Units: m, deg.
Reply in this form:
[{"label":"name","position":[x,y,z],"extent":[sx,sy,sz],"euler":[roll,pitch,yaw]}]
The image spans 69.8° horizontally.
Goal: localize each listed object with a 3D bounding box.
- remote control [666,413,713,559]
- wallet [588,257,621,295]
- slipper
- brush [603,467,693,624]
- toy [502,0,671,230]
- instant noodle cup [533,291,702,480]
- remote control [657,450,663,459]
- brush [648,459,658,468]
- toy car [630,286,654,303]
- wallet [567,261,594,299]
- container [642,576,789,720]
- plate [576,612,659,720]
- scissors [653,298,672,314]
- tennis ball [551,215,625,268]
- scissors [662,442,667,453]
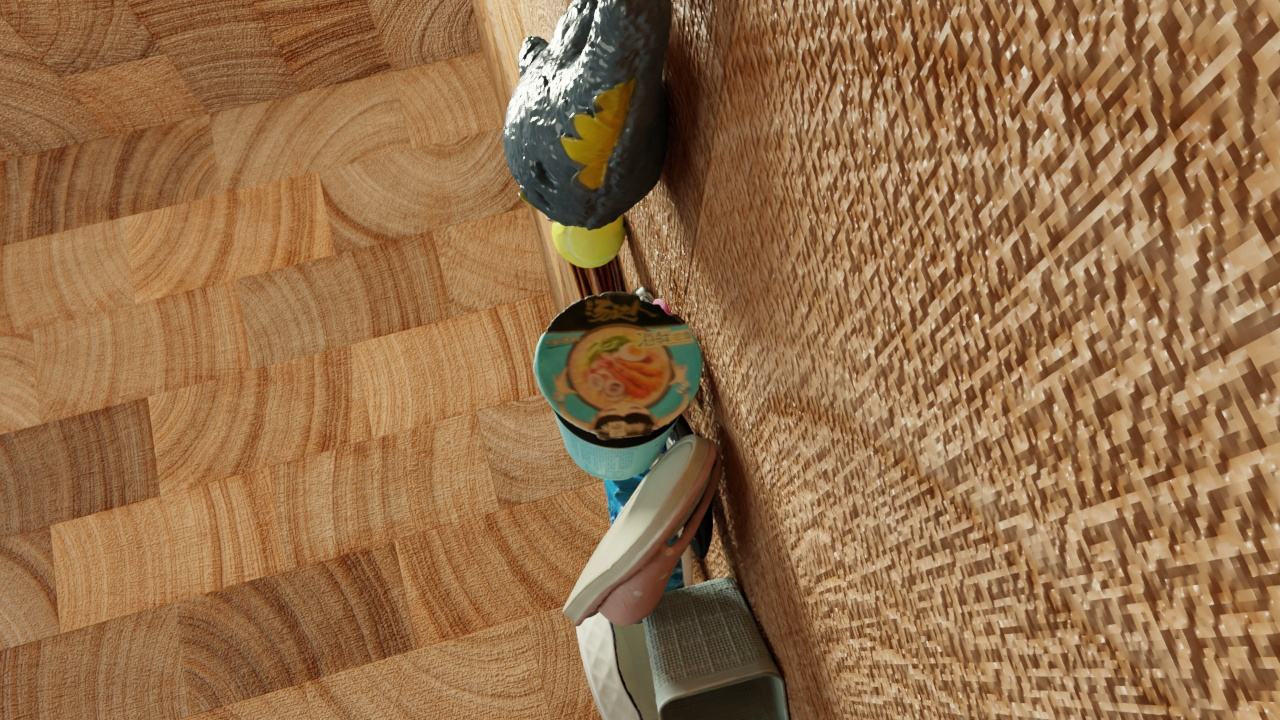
[{"label":"remote control","position":[0.040,0.094,0.740],"extent":[0.053,0.024,0.136],"euler":[-135,32,-75]},{"label":"wallet","position":[-0.041,-0.091,0.991],"extent":[0.101,0.032,0.124],"euler":[-129,27,-83]},{"label":"slipper","position":[0.003,0.142,0.690],"extent":[0.113,0.054,0.275],"euler":[-60,2,-37]},{"label":"brush","position":[0.036,0.251,0.914],"extent":[0.061,0.109,0.314],"euler":[155,108,-75]},{"label":"toy","position":[-0.037,-0.152,0.554],"extent":[0.356,0.091,0.138],"euler":[-127,35,-68]},{"label":"instant noodle cup","position":[-0.018,0.030,0.656],"extent":[0.121,0.111,0.111],"euler":[97,158,-60]},{"label":"remote control","position":[-0.007,0.044,0.942],"extent":[0.049,0.024,0.124],"euler":[20,-137,-47]},{"label":"brush","position":[-0.005,0.097,1.016],"extent":[0.145,0.063,0.073],"euler":[-118,43,-73]},{"label":"toy car","position":[-0.005,-0.036,0.766],"extent":[0.034,0.043,0.090],"euler":[48,178,-4]},{"label":"wallet","position":[-0.074,-0.132,1.093],"extent":[0.131,0.031,0.108],"euler":[-102,-5,-58]},{"label":"container","position":[0.052,0.234,0.694],"extent":[0.111,0.090,0.090],"euler":[-110,7,-60]},{"label":"plate","position":[-0.017,0.308,0.949],"extent":[0.204,0.045,0.205],"euler":[-19,-91,-83]},{"label":"scissors","position":[0.018,0.007,0.721],"extent":[0.138,0.017,0.093],"euler":[110,139,-66]},{"label":"tennis ball","position":[-0.046,-0.115,0.817],"extent":[0.065,0.065,0.065],"euler":[164,91,-84]},{"label":"scissors","position":[0.008,0.028,0.826],"extent":[0.175,0.012,0.162],"euler":[66,166,5]}]
